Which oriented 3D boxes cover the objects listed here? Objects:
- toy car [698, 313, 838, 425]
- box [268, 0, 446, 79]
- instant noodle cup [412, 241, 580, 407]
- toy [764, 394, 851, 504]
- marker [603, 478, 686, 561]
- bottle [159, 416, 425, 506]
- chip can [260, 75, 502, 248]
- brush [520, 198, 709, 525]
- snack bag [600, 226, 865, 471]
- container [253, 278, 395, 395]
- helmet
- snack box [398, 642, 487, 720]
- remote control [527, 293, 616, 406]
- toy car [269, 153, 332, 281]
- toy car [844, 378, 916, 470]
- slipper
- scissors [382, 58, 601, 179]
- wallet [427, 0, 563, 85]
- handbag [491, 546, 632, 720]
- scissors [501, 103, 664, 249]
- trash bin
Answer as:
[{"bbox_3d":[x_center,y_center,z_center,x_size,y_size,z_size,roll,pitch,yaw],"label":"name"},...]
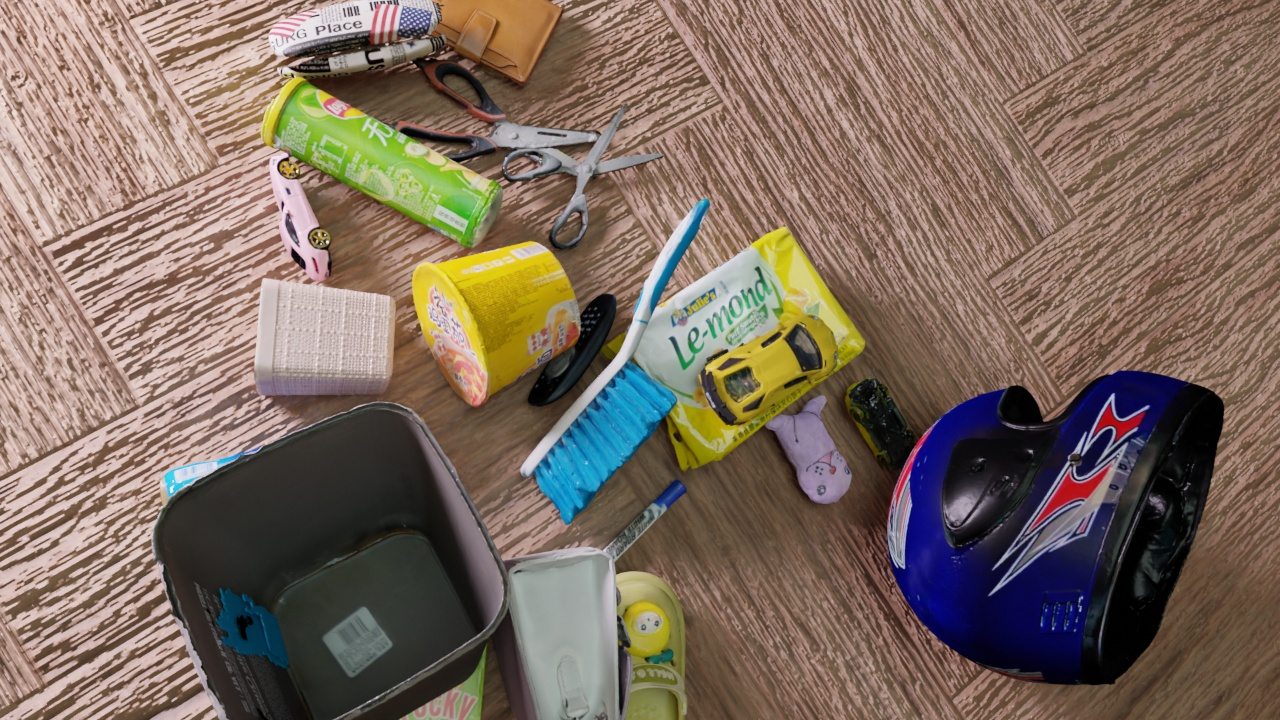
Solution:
[{"bbox_3d":[0.126,0.005,0.877,0.155,0.041,0.071,-27,87,-20],"label":"toy car"},{"bbox_3d":[-0.270,-0.315,0.873,0.163,0.075,0.081,-13,115,-11],"label":"box"},{"bbox_3d":[-0.129,-0.042,0.843,0.109,0.138,0.138,-25,86,-29],"label":"instant noodle cup"},{"bbox_3d":[0.180,0.095,0.945,0.083,0.039,0.108,-24,84,-28],"label":"toy"},{"bbox_3d":[-0.010,0.169,0.885,0.145,0.017,0.017,-42,91,-20],"label":"marker"},{"bbox_3d":[-0.292,0.094,0.796,0.218,0.065,0.065,-17,83,-20],"label":"bottle"},{"bbox_3d":[-0.238,-0.184,0.869,0.221,0.073,0.072,28,72,-9],"label":"chip can"},{"bbox_3d":[-0.005,0.005,0.844,0.109,0.060,0.315,42,99,7],"label":"brush"},{"bbox_3d":[0.100,-0.014,0.931,0.246,0.068,0.158,-34,89,-20],"label":"snack bag"},{"bbox_3d":[-0.277,-0.015,0.813,0.110,0.090,0.089,4,76,-18],"label":"container"},{"bbox_3d":[0.375,0.140,0.880,0.247,0.241,0.315,43,73,-44],"label":"helmet"},{"bbox_3d":[-0.183,0.314,0.797,0.085,0.026,0.156,7,75,-15],"label":"snack box"},{"bbox_3d":[-0.062,-0.007,0.893,0.024,0.053,0.136,43,68,-30],"label":"remote control"},{"bbox_3d":[-0.316,-0.130,0.844,0.037,0.056,0.122,-22,84,-27],"label":"toy car"},{"bbox_3d":[0.253,0.069,0.977,0.048,0.032,0.105,-38,101,-20],"label":"toy car"},{"bbox_3d":[0.009,0.289,0.831,0.091,0.082,0.190,-1,81,-19],"label":"slipper"},{"bbox_3d":[-0.153,-0.238,0.936,0.189,0.015,0.221,-38,89,-20],"label":"scissors"},{"bbox_3d":[-0.159,-0.355,0.955,0.132,0.031,0.107,26,70,-8],"label":"wallet"},{"bbox_3d":[-0.072,0.231,0.757,0.098,0.197,0.145,-4,79,-17],"label":"handbag"},{"bbox_3d":[-0.057,-0.192,0.944,0.181,0.014,0.159,0,87,-19],"label":"scissors"},{"bbox_3d":[-0.218,0.182,0.696,0.198,0.220,0.199,-26,67,-21],"label":"trash bin"}]
